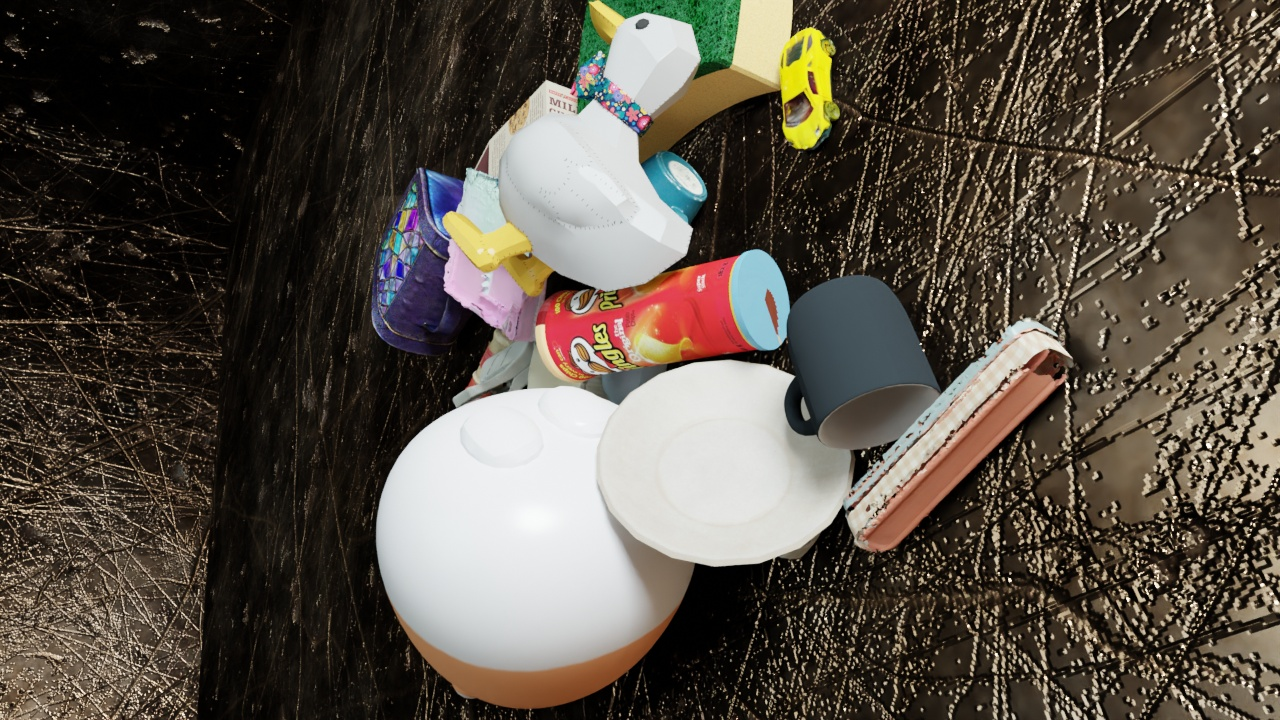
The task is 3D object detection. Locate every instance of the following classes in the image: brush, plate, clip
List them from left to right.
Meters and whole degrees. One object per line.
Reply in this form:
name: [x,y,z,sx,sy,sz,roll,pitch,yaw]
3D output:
clip: [-0.148,0.012,1.043,0.147,0.081,0.125,-47,10,-37]
brush: [0.035,-0.318,0.902,0.251,0.075,0.194,-20,65,52]
plate: [0.063,0.076,0.685,0.027,0.188,0.188,82,167,-46]

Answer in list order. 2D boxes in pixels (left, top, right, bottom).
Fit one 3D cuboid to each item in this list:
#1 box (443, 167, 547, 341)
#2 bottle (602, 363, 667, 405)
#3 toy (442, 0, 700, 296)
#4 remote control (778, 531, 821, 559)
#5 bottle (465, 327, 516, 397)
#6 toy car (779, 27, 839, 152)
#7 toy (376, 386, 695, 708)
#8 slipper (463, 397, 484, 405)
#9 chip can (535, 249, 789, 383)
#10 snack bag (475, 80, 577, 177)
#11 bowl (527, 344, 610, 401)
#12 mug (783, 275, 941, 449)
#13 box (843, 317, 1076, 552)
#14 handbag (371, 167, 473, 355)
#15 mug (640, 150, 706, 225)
box: [-0.166,-0.127,1.042,0.230,0.035,0.159,31,116,53]
bottle: [-0.005,0.005,0.892,0.072,0.046,0.161,4,84,56]
toy: [-0.036,-0.168,0.788,0.268,0.140,0.246,-42,62,13]
remote control: [0.102,0.102,0.721,0.060,0.028,0.114,-62,37,23]
bottle: [-0.184,0.009,1.160,0.109,0.044,0.044,-59,38,25]
toy car: [0.138,-0.225,0.765,0.049,0.030,0.106,-23,63,50]
toy: [-0.090,0.161,0.784,0.266,0.262,0.281,37,131,41]
slipper: [-0.183,0.136,1.034,0.054,0.114,0.273,-15,32,13]
chip can: [0.014,-0.035,0.791,0.214,0.087,0.087,-9,72,37]
snack bag: [-0.123,-0.234,1.093,0.207,0.094,0.069,-28,58,50]
bowl: [-0.063,0.016,0.960,0.116,0.062,0.115,-23,62,51]
mug: [0.141,0.010,0.643,0.122,0.085,0.094,-51,41,44]
box: [0.197,0.055,0.579,0.058,0.053,0.187,38,120,9]
handbag: [-0.275,-0.127,1.259,0.205,0.125,0.221,-50,41,36]
mug: [0.011,-0.133,0.874,0.104,0.084,0.112,-43,40,30]
